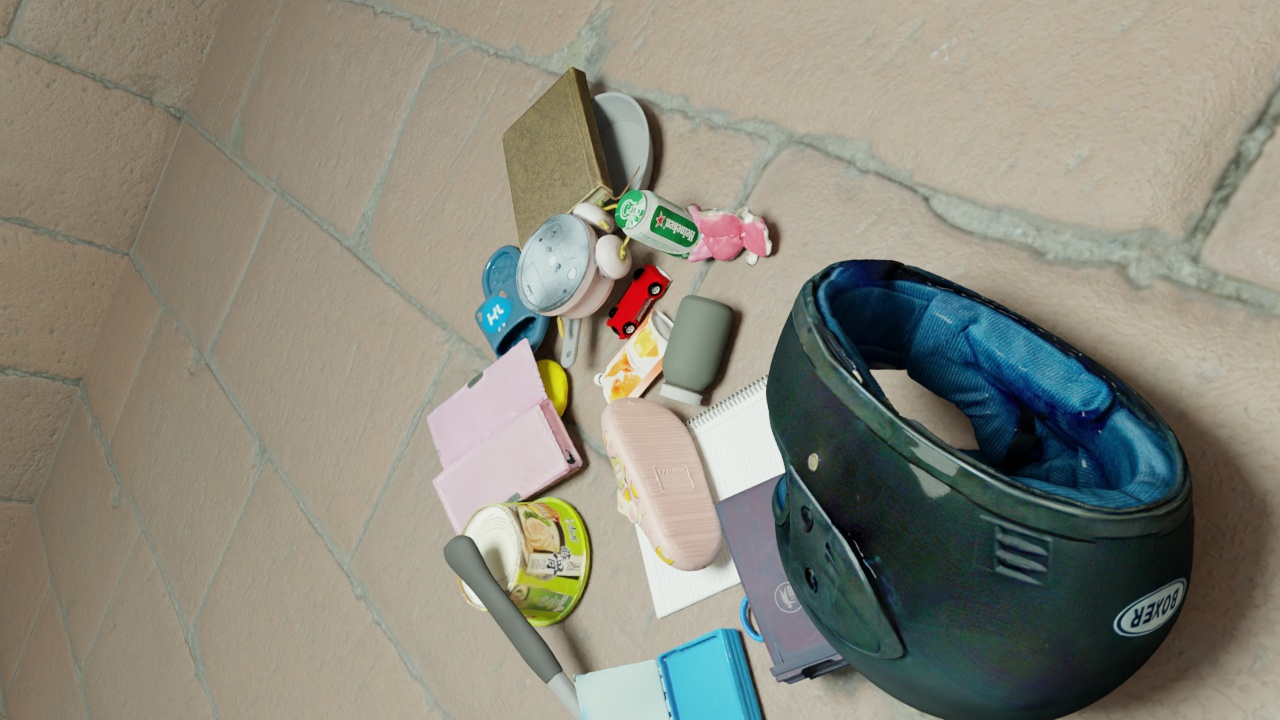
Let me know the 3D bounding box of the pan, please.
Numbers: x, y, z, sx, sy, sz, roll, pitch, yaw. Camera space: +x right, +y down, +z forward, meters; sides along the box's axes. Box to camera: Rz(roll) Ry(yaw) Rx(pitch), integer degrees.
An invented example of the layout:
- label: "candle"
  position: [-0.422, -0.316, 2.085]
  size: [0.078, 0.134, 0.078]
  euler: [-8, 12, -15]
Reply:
- label: "pan"
  position: [-0.061, -0.158, 1.120]
  size: [0.201, 0.050, 0.356]
  euler: [-11, 70, 42]

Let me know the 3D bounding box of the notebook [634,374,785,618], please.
- label: "notebook"
  position: [0.084, 0.131, 0.917]
  size: [0.246, 0.013, 0.177]
  euler: [-34, 57, 32]

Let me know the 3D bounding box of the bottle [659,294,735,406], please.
- label: "bottle"
  position: [0.056, -0.010, 0.953]
  size: [0.060, 0.060, 0.108]
  euler: [16, 89, 46]

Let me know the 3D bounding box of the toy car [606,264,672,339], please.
- label: "toy car"
  position: [-0.003, -0.067, 1.054]
  size: [0.090, 0.025, 0.038]
  euler: [-57, 47, 16]

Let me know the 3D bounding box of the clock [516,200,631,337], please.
- label: "clock"
  position: [-0.070, -0.115, 1.043]
  size: [0.158, 0.058, 0.116]
  euler: [-45, 51, 21]

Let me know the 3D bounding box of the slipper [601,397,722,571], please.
- label: "slipper"
  position: [0.016, 0.130, 0.924]
  size: [0.082, 0.093, 0.197]
  euler: [-58, 47, 43]

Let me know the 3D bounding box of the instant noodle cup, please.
- label: "instant noodle cup"
  position: [-0.138, 0.225, 1.042]
  size: [0.147, 0.097, 0.146]
  euler: [-16, 67, 41]

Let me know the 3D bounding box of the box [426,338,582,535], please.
- label: "box"
  position: [-0.185, 0.100, 1.128]
  size: [0.233, 0.039, 0.179]
  euler: [-36, 72, 36]

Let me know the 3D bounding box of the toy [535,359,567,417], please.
- label: "toy"
  position: [-0.125, 0.045, 1.127]
  size: [0.094, 0.041, 0.095]
  euler: [4, 81, 42]

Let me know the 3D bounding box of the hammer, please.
- label: "hammer"
  position: [-0.105, 0.309, 0.945]
  size: [0.311, 0.029, 0.125]
  euler: [48, 117, 14]

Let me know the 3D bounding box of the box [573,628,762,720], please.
- label: "box"
  position: [0.046, 0.388, 0.836]
  size: [0.170, 0.071, 0.243]
  euler: [-20, 61, 10]

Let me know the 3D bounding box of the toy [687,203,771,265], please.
- label: "toy"
  position: [0.098, -0.134, 0.967]
  size: [0.102, 0.050, 0.065]
  euler: [11, 116, 36]

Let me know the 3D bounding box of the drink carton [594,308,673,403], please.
- label: "drink carton"
  position: [-0.006, 0.006, 1.033]
  size: [0.122, 0.038, 0.069]
  euler: [-50, 49, 29]

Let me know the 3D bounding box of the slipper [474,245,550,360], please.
- label: "slipper"
  position: [-0.170, -0.075, 1.189]
  size: [0.104, 0.059, 0.213]
  euler: [-41, 45, 24]

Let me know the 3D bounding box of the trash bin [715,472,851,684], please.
- label: "trash bin"
  position: [0.136, 0.184, 0.781]
  size: [0.094, 0.092, 0.160]
  euler: [-28, 68, 20]

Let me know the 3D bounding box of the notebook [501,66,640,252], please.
- label: "notebook"
  position: [-0.092, -0.256, 1.135]
  size: [0.191, 0.034, 0.215]
  euler: [-33, 53, 32]

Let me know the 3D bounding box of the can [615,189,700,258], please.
- label: "can"
  position: [0.023, -0.148, 0.999]
  size: [0.053, 0.101, 0.053]
  euler: [-16, 67, 40]

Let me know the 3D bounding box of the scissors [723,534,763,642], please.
- label: "scissors"
  position: [0.125, 0.199, 0.847]
  size: [0.127, 0.015, 0.125]
  euler: [-1, 84, 36]

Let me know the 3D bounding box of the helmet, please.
- label: "helmet"
  position: [0.205, 0.103, 0.647]
  size: [0.316, 0.248, 0.236]
  euler: [48, 140, 41]
